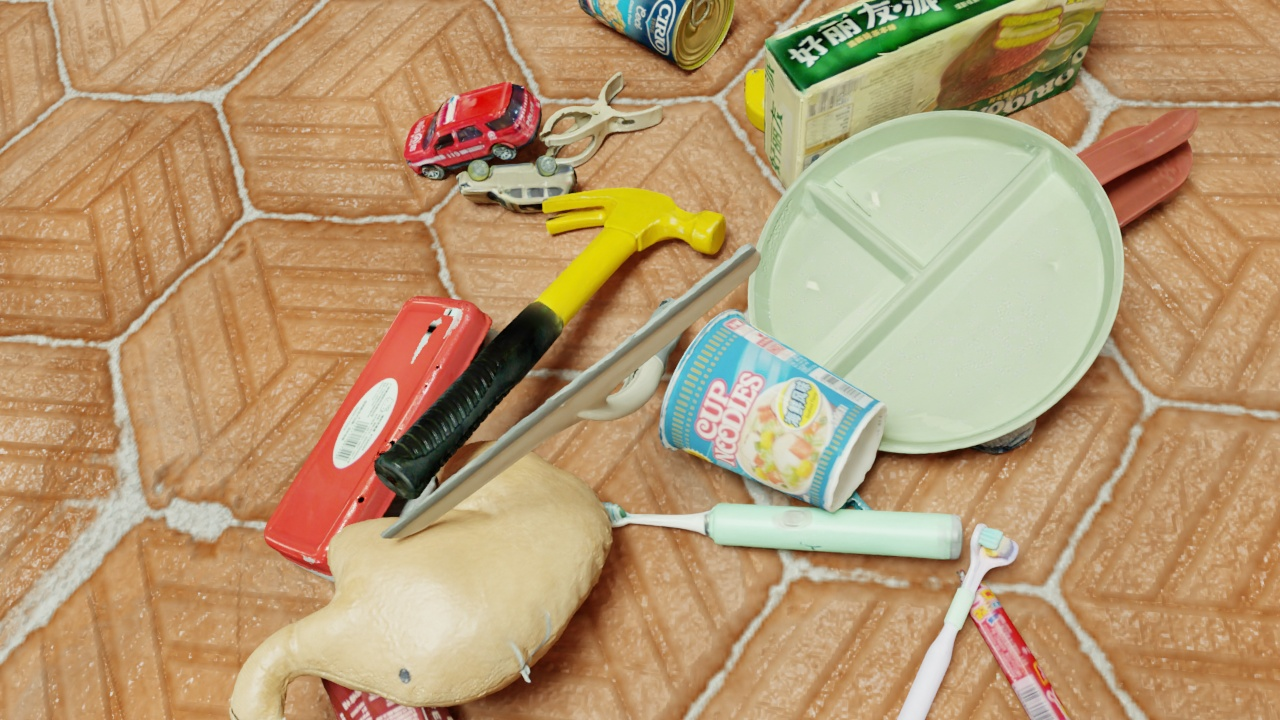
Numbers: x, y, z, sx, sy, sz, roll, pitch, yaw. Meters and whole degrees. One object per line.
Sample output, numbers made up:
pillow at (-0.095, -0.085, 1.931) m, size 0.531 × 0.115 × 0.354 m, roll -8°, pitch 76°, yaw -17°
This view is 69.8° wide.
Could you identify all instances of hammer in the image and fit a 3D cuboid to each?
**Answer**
hammer at (-0.063, -0.026, 0.597) m, size 0.129 × 0.033 × 0.299 m, roll 18°, pitch 48°, yaw 23°

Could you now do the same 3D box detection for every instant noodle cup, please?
instant noodle cup at (0.084, 0.034, 0.550) m, size 0.110 × 0.099 × 0.099 m, roll 27°, pitch 69°, yaw 26°

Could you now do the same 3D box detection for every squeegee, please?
squeegee at (-0.003, 0.003, 0.543) m, size 0.247 × 0.246 × 0.039 m, roll -38°, pitch 93°, yaw 21°

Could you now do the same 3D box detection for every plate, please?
plate at (0.181, -0.052, 0.589) m, size 0.231 × 0.027 × 0.230 m, roll -8°, pitch 72°, yaw 25°

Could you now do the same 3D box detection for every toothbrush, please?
toothbrush at (0.160, 0.179, 0.505) m, size 0.029 × 0.021 × 0.189 m, roll 30°, pitch 78°, yaw -1°
toothbrush at (0.077, 0.100, 0.557) m, size 0.225 × 0.027 × 0.026 m, roll 0°, pitch 49°, yaw 17°

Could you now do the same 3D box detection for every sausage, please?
sausage at (0.218, 0.185, 0.505) m, size 0.020 × 0.020 × 0.155 m, roll -22°, pitch 63°, yaw -4°

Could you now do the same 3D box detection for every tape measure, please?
tape measure at (0.110, -0.206, 0.714) m, size 0.060 × 0.029 × 0.057 m, roll 2°, pitch 64°, yaw 9°

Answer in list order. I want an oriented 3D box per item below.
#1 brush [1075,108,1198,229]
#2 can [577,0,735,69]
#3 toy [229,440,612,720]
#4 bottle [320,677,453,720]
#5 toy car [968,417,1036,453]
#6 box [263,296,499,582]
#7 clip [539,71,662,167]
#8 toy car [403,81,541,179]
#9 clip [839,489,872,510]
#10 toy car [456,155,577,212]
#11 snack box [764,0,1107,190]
brush at (0.311, -0.117, 0.619) m, size 0.145 × 0.069 × 0.063 m, roll -30°, pitch 64°, yaw -8°
can at (0.011, -0.296, 0.747) m, size 0.111 × 0.075 × 0.075 m, roll 37°, pitch 73°, yaw 23°
toy at (-0.111, 0.130, 0.508) m, size 0.143 × 0.083 × 0.225 m, roll 22°, pitch 41°, yaw 30°
bottle at (-0.131, 0.218, 0.515) m, size 0.057 × 0.057 × 0.175 m, roll -30°, pitch 63°, yaw -8°
toy car at (0.219, 0.008, 0.590) m, size 0.049 × 0.031 × 0.105 m, roll -10°, pitch 64°, yaw 5°
box at (-0.166, 0.052, 0.619) m, size 0.091 × 0.068 × 0.200 m, roll 8°, pitch 62°, yaw 35°
clip at (-0.039, -0.190, 0.725) m, size 0.098 × 0.034 × 0.064 m, roll -38°, pitch 64°, yaw -17°
toy car at (-0.134, -0.181, 0.713) m, size 0.121 × 0.045 × 0.052 m, roll -12°, pitch 56°, yaw 27°
clip at (0.125, 0.086, 0.572) m, size 0.041 × 0.014 × 0.056 m, roll -40°, pitch 66°, yaw -12°
toy car at (-0.094, -0.132, 0.696) m, size 0.090 × 0.042 × 0.035 m, roll -1°, pitch 82°, yaw 1°
snack box at (0.206, -0.211, 0.655) m, size 0.240 × 0.114 × 0.063 m, roll -24°, pitch 62°, yaw -5°
